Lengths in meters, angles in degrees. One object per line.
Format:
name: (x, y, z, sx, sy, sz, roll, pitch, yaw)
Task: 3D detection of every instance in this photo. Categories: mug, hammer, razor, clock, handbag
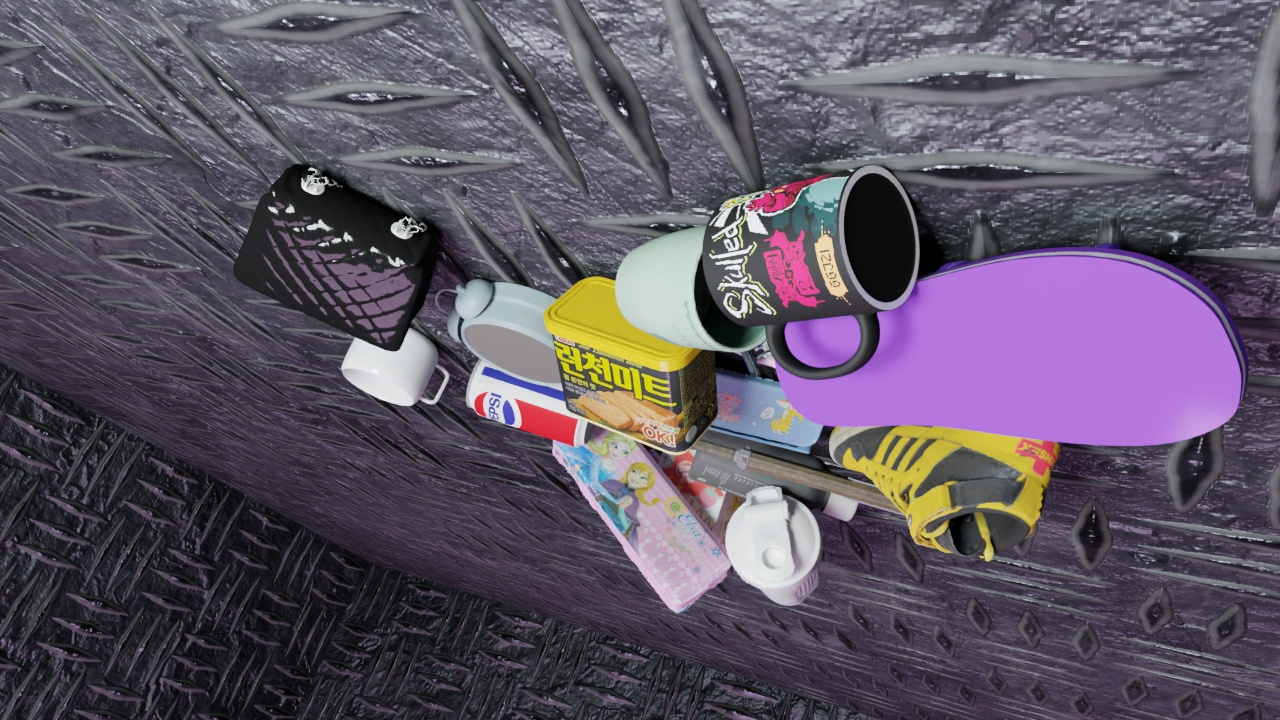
mug: (0.048, -0.047, 0.641, 0.111, 0.084, 0.104, 12, 176, -34)
hammer: (0.149, 0.106, 0.860, 0.317, 0.028, 0.147, 15, -174, 12)
razor: (0.130, -0.020, 0.701, 0.144, 0.022, 0.042, -16, 102, 50)
mug: (-0.272, 0.006, 1.037, 0.115, 0.068, 0.094, 32, 155, -25)
clock: (-0.118, -0.027, 0.863, 0.159, 0.045, 0.123, 25, 156, -12)
handbag: (-0.247, -0.102, 0.790, 0.153, 0.114, 0.125, 28, 133, -9)
mug: (0.102, -0.047, 0.545, 0.081, 0.118, 0.098, -11, -176, -43)

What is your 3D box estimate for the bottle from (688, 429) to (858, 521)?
bottle: (0.143, 0.123, 0.968, 0.174, 0.046, 0.084, 20, 157, 3)

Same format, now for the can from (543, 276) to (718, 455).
can: (-0.004, 0.004, 0.737, 0.131, 0.072, 0.101, 19, 135, 29)

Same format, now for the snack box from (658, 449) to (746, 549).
snack box: (0.066, 0.159, 1.054, 0.093, 0.094, 0.079, 9, 154, 28)

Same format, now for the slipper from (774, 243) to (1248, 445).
slipper: (0.215, -0.014, 0.558, 0.267, 0.083, 0.107, -5, 105, 44)

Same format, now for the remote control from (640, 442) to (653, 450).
remote control: (-0.002, 0.096, 1.073, 0.033, 0.015, 0.147, 26, 157, -11)

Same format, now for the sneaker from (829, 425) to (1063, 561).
sneaker: (0.232, 0.100, 0.745, 0.086, 0.121, 0.239, 30, 155, -17)

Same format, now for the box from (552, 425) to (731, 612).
box: (-0.002, 0.163, 0.994, 0.230, 0.084, 0.071, 50, 154, 23)

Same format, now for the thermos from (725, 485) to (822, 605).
thermos: (0.146, 0.205, 0.972, 0.099, 0.099, 0.220, 13, 161, 18)

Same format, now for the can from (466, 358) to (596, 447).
can: (-0.111, 0.041, 0.975, 0.132, 0.070, 0.070, 18, 157, 8)

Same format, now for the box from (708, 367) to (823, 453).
box: (0.060, 0.044, 0.843, 0.209, 0.043, 0.125, 14, 157, 4)

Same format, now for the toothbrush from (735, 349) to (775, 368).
toothbrush: (0.133, 0.007, 0.760, 0.155, 0.015, 0.022, 19, 159, 4)
